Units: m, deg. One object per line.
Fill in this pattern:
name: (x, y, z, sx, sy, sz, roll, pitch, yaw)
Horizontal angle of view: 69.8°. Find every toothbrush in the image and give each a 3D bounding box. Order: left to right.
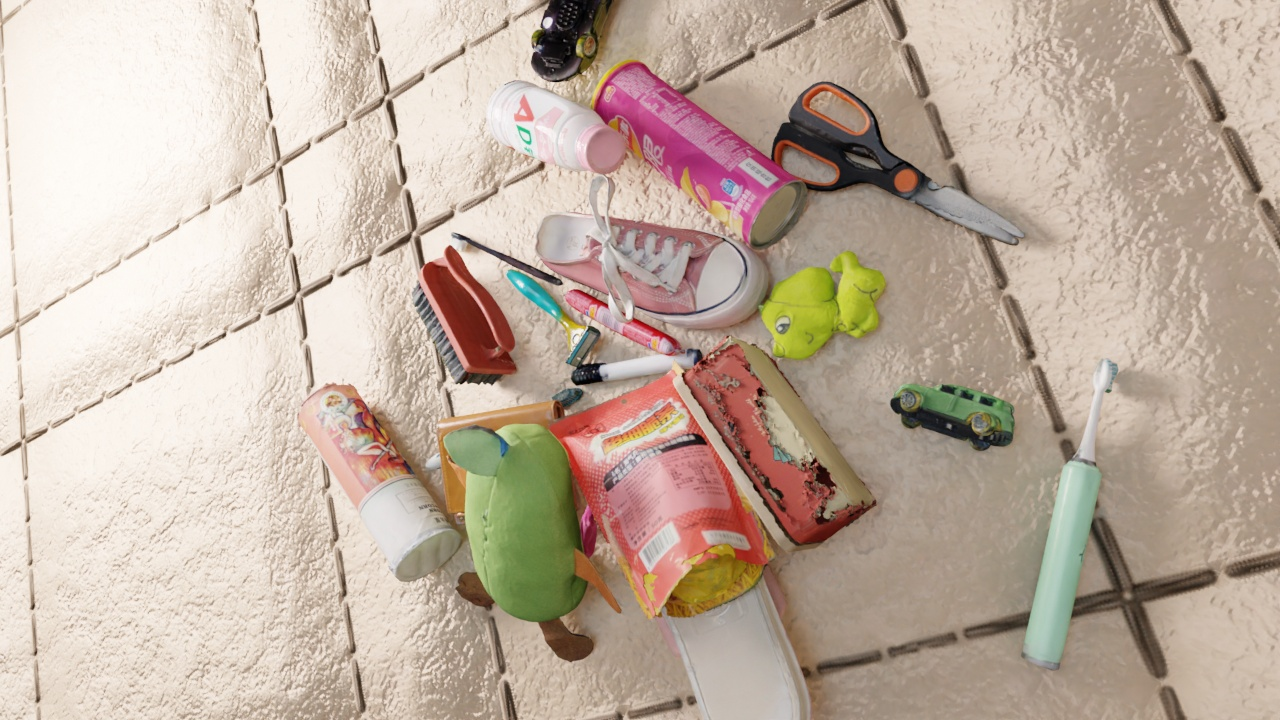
toothbrush: (-0.138, 0.067, 0.895, 0.192, 0.018, 0.016, -26, 69, 20)
toothbrush: (-0.136, -0.099, 0.906, 0.181, 0.015, 0.018, 24, 98, 41)
toothbrush: (0.308, 0.107, 0.652, 0.026, 0.027, 0.224, 9, 85, 57)

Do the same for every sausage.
sausage: (-0.018, -0.035, 0.841, 0.156, 0.020, 0.020, 29, 95, 36)

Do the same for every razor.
razor: (-0.088, -0.049, 0.883, 0.132, 0.028, 0.043, 43, 112, 30)

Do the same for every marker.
marker: (-0.005, 0.005, 0.837, 0.131, 0.018, 0.022, -10, 72, 26)

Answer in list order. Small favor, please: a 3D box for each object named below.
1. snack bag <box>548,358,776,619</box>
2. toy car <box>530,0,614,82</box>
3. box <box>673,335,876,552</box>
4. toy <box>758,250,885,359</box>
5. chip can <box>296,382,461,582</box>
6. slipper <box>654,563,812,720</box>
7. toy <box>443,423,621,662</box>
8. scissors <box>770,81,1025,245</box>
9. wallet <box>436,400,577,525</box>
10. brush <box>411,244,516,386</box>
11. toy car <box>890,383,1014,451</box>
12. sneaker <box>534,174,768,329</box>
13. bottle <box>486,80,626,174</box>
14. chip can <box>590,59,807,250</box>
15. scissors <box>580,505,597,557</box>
snack bag: (0.015, 0.099, 0.739, 0.128, 0.073, 0.207, -27, 50, -3)
toy car: (-0.062, -0.350, 0.915, 0.070, 0.042, 0.158, 20, 89, 29)
box: (0.111, 0.059, 0.726, 0.079, 0.091, 0.168, -42, 65, 18)
toy: (0.149, -0.045, 0.759, 0.100, 0.031, 0.096, 10, 86, 24)
chip can: (-0.267, 0.118, 0.923, 0.071, 0.071, 0.214, -49, 63, 12)
slipper: (0.059, 0.190, 0.749, 0.114, 0.054, 0.274, -34, 58, 14)
toy: (-0.098, 0.151, 0.785, 0.227, 0.089, 0.247, 30, 134, 29)
scissors: (0.203, -0.139, 0.758, 0.137, 0.021, 0.235, -42, 69, 24)
wallet: (-0.127, 0.105, 0.866, 0.131, 0.035, 0.119, -10, 90, 21)
brush: (-0.175, -0.047, 0.909, 0.069, 0.063, 0.145, -47, 62, 26)
toy car: (0.235, 0.039, 0.692, 0.091, 0.043, 0.036, 15, 72, 20)
sneaker: (-0.006, -0.091, 0.815, 0.241, 0.087, 0.118, 19, 90, 30)
bottle: (-0.078, -0.213, 0.847, 0.197, 0.068, 0.068, 36, 99, 52)
chip can: (0.048, -0.184, 0.813, 0.210, 0.071, 0.071, 44, 102, 26)
scissors: (-0.042, 0.121, 0.819, 0.133, 0.017, 0.126, -111, 32, -44)
